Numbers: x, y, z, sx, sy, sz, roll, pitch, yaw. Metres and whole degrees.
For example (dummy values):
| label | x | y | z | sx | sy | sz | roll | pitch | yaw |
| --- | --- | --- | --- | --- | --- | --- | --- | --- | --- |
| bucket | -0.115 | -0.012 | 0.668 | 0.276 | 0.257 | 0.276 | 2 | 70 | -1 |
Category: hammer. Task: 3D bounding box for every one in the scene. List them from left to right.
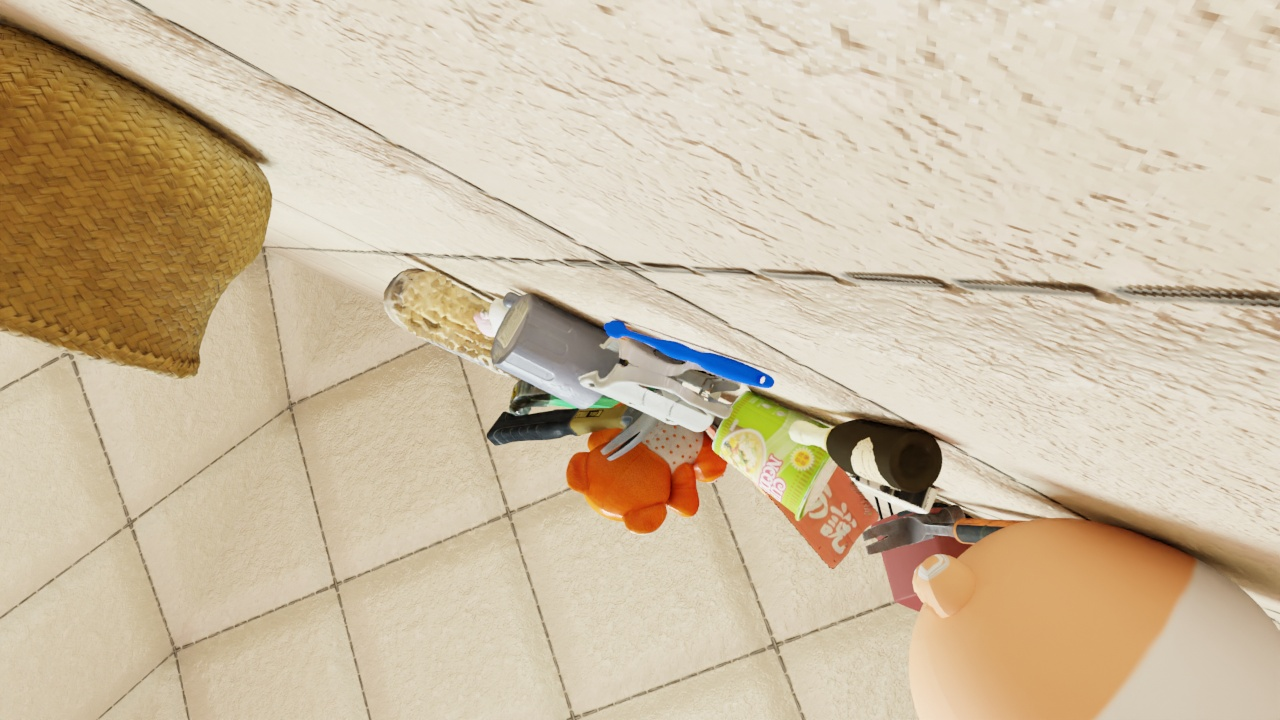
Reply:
| label | x | y | z | sx | sy | sz | roll | pitch | yaw |
| --- | --- | --- | --- | --- | --- | --- | --- | --- | --- |
| hammer | -0.086 | 0.074 | 1.083 | 0.334 | 0.117 | 0.025 | -11 | 128 | 51 |
| hammer | -0.010 | 0.065 | 1.215 | 0.318 | 0.032 | 0.130 | 9 | 158 | -11 |
| hammer | 0.358 | 0.192 | 1.017 | 0.137 | 0.035 | 0.315 | -13 | 173 | -9 |

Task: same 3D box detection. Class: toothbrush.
| label | x | y | z | sx | sy | sz | roll | pitch | yaw |
| --- | --- | --- | --- | --- | --- | --- | --- | --- | --- |
| toothbrush | 0.037 | -0.006 | 0.762 | 0.183 | 0.016 | 0.018 | 20 | 179 | 39 |

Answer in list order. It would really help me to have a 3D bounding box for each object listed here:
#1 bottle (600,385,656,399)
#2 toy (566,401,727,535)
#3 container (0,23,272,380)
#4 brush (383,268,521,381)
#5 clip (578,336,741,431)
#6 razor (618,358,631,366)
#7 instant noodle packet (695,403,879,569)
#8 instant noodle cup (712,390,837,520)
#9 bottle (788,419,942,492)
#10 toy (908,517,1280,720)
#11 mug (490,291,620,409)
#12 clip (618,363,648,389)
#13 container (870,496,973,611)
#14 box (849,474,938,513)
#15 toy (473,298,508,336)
| label | x | y | z | sx | sy | sz | roll | pitch | yaw |
| --- | --- | --- | --- | --- | --- | --- | --- | --- | --- |
| bottle | -0.022 | 0.047 | 1.360 | 0.131 | 0.061 | 0.061 | 28 | 176 | -40 |
| toy | 0.001 | 0.123 | 1.066 | 0.164 | 0.172 | 0.093 | 32 | 139 | 15 |
| container | -0.464 | -0.133 | 0.735 | 0.307 | 0.196 | 0.307 | 23 | 177 | 1 |
| brush | -0.203 | -0.039 | 1.161 | 0.057 | 0.083 | 0.271 | 21 | 174 | 45 |
| clip | 0.031 | 0.013 | 0.854 | 0.126 | 0.095 | 0.153 | 22 | 155 | -30 |
| razor | -0.025 | -0.008 | 1.010 | 0.042 | 0.022 | 0.144 | 30 | 173 | -42 |
| instant noodle packet | 0.144 | 0.129 | 1.057 | 0.164 | 0.084 | 0.221 | 49 | 168 | -19 |
| instant noodle cup | 0.132 | 0.085 | 0.887 | 0.108 | 0.099 | 0.099 | 30 | 178 | 18 |
| bottle | 0.172 | 0.069 | 0.751 | 0.045 | 0.045 | 0.185 | 25 | 175 | -18 |
| toy | 0.332 | 0.250 | 0.702 | 0.281 | 0.265 | 0.263 | 38 | 178 | 20 |
| mug | -0.089 | -0.020 | 0.931 | 0.104 | 0.084 | 0.123 | 27 | -159 | -26 |
| clip | -0.004 | 0.004 | 1.083 | 0.061 | 0.041 | 0.024 | 43 | 174 | -1 |
| container | 0.399 | 0.242 | 1.280 | 0.148 | 0.200 | 0.127 | 27 | 138 | -36 |
| box | 0.266 | 0.146 | 1.133 | 0.184 | 0.050 | 0.143 | 21 | 175 | 14 |
| toy | -0.147 | -0.042 | 1.080 | 0.123 | 0.037 | 0.079 | 6 | 144 | 35 |
